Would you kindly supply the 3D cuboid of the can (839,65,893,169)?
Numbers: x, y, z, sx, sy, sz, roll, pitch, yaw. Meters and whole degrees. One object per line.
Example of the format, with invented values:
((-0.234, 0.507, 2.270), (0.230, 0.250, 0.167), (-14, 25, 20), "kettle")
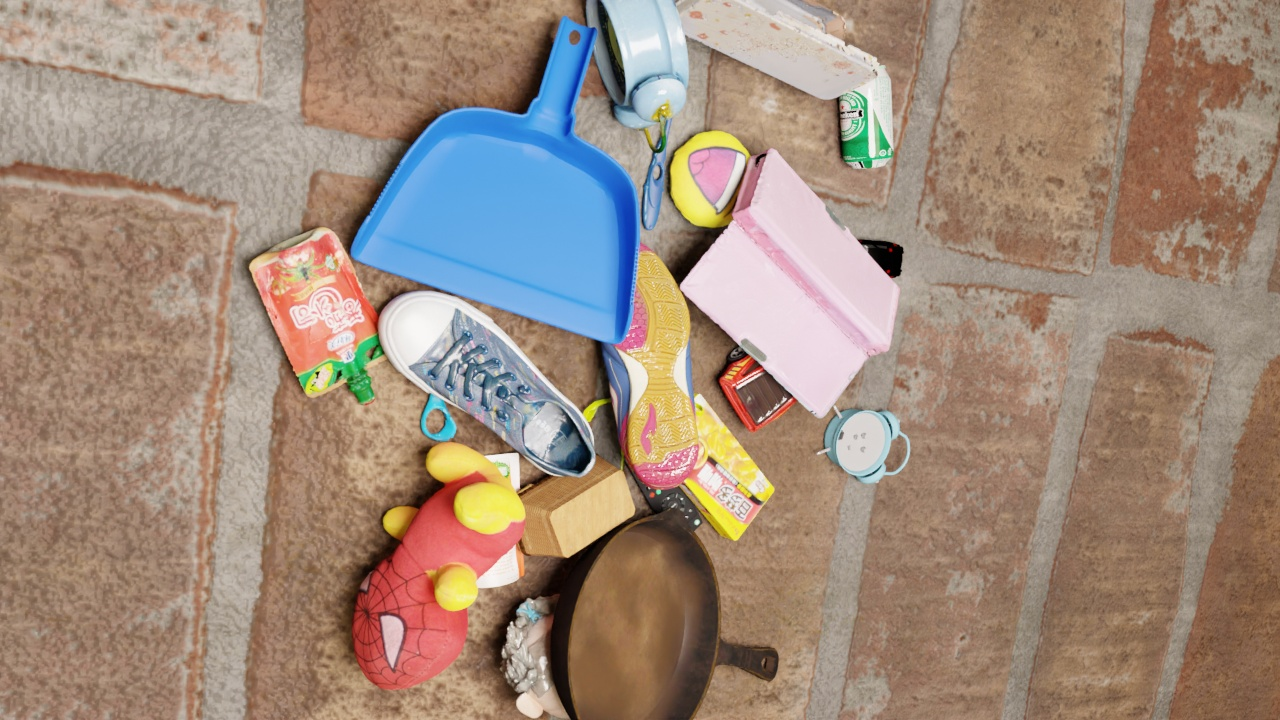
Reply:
((0.236, -0.253, 0.960), (0.053, 0.053, 0.101), (-12, 105, -23), "can")

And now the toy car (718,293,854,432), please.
((0.167, -0.009, 0.973), (0.189, 0.056, 0.081), (-40, 115, -17), "toy car")

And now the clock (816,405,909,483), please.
((0.261, 0.096, 1.043), (0.123, 0.042, 0.087), (19, 91, -26), "clock")

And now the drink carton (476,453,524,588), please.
((-0.145, 0.149, 0.866), (0.069, 0.039, 0.122), (-3, 95, -26), "drink carton")

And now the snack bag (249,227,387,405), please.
((-0.263, -0.029, 0.775), (0.087, 0.044, 0.155), (-32, 118, -28), "snack bag")

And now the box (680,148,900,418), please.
((0.163, -0.072, 0.903), (0.233, 0.059, 0.179), (39, 70, -29), "box")

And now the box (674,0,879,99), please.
((0.119, -0.325, 0.866), (0.216, 0.095, 0.107), (12, 65, -35), "box")

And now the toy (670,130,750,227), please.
((0.072, -0.177, 0.902), (0.094, 0.041, 0.095), (28, 83, -22), "toy")

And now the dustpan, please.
((-0.092, -0.174, 0.800), (0.245, 0.060, 0.257), (18, 79, -14), "dustpan")

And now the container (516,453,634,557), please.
((-0.062, 0.139, 0.872), (0.113, 0.061, 0.063), (-28, 110, -34), "container")

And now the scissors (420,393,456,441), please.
((-0.175, 0.003, 0.835), (0.110, 0.015, 0.132), (-21, 104, -17), "scissors")

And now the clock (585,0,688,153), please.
((0.002, -0.265, 0.811), (0.060, 0.118, 0.162), (-19, 98, -10), "clock")

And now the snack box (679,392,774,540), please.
((0.074, 0.112, 0.959), (0.075, 0.025, 0.152), (-48, 116, -21), "snack box")

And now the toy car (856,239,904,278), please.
((0.255, -0.110, 1.005), (0.091, 0.036, 0.042), (0, 99, -26), "toy car")

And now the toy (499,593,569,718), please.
((-0.069, 0.300, 0.905), (0.132, 0.076, 0.176), (-44, 114, -29), "toy")

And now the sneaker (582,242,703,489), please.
((-0.004, 0.005, 0.877), (0.116, 0.091, 0.241), (-10, 80, -1), "sneaker")

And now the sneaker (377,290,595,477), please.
((-0.123, 0.023, 0.807), (0.235, 0.079, 0.087), (41, 81, -21), "sneaker")

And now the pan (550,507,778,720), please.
((0.035, 0.287, 0.935), (0.355, 0.043, 0.248), (30, 66, -45), "pan")

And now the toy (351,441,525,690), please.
((-0.177, 0.186, 0.793), (0.098, 0.147, 0.216), (22, 101, -27), "toy")

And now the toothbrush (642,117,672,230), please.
((0.018, -0.192, 0.890), (0.021, 0.016, 0.132), (6, 99, -26), "toothbrush")

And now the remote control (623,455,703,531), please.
((0.021, 0.135, 0.952), (0.039, 0.010, 0.125), (-40, 114, -14), "remote control")
